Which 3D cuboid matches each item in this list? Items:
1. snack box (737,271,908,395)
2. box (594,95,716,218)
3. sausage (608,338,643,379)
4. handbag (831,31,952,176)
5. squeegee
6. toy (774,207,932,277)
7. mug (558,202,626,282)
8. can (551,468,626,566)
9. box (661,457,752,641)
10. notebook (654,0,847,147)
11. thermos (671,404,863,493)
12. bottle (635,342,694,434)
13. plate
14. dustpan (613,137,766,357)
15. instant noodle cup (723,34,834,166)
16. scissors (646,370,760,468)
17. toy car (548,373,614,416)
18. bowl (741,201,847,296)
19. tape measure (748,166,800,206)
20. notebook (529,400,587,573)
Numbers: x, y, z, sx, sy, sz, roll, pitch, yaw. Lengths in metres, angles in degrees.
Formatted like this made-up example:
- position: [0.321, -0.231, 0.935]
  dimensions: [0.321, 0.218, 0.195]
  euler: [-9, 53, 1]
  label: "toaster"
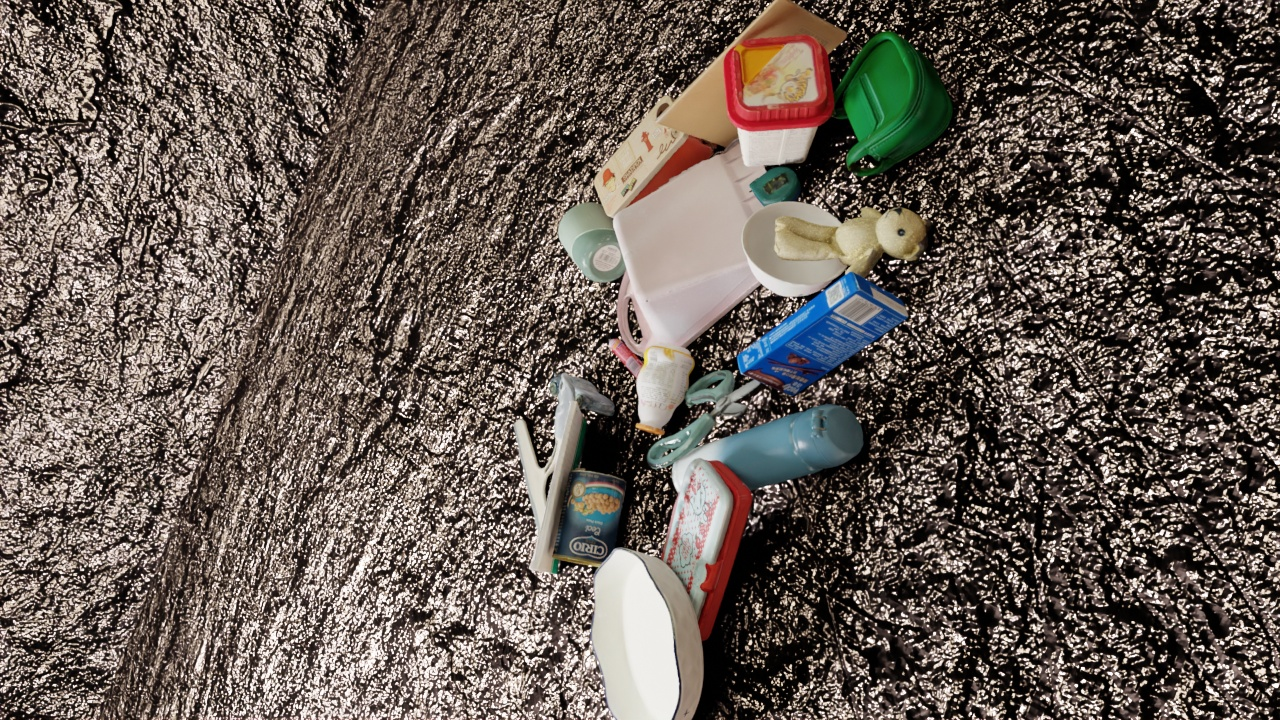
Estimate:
- position: [0.183, -0.024, 0.931]
  dimensions: [0.158, 0.084, 0.026]
  euler: [-39, 46, 34]
  label: "snack box"
- position: [0.023, -0.267, 1.256]
  dimensions: [0.169, 0.079, 0.091]
  euler: [-44, 49, 30]
  label: "box"
- position: [-0.007, 0.007, 1.212]
  dimensions: [0.020, 0.020, 0.156]
  euler: [-58, 38, 14]
  label: "sausage"
- position: [0.258, -0.270, 0.973]
  dimensions: [0.120, 0.068, 0.131]
  euler: [-41, 44, 34]
  label: "handbag"
- position: [-0.114, 0.102, 1.246]
  dimensions: [0.247, 0.039, 0.246]
  euler: [110, 150, -42]
  label: "squeegee"
- position: [0.212, -0.127, 0.932]
  dimensions: [0.157, 0.066, 0.104]
  euler: [3, 47, 25]
  label: "toy"
- position: [-0.050, -0.175, 1.316]
  dimensions: [0.111, 0.082, 0.106]
  euler: [-31, 41, -3]
  label: "mug"
- position: [-0.063, 0.196, 1.140]
  dimensions: [0.075, 0.075, 0.111]
  euler: [-9, 66, 50]
  label: "can"
- position: [0.056, 0.200, 0.957]
  dimensions: [0.087, 0.048, 0.201]
  euler: [44, 130, 48]
  label: "box"
- position: [0.133, -0.340, 1.104]
  dimensions: [0.208, 0.147, 0.008]
  euler: [-38, 64, 35]
  label: "notebook"
- position: [0.128, 0.100, 0.952]
  dimensions: [0.221, 0.070, 0.070]
  euler: [-25, 54, 45]
  label: "thermos"
- position: [0.025, 0.035, 1.119]
  dimensions: [0.063, 0.063, 0.108]
  euler: [5, 76, 53]
  label: "bottle"
- position: [0.006, 0.302, 0.978]
  dimensions: [0.205, 0.045, 0.205]
  euler: [11, 102, 63]
  label: "plate"
- position: [0.073, -0.130, 1.189]
  dimensions: [0.274, 0.139, 0.222]
  euler: [-21, 50, 11]
  label: "dustpan"
- position: [0.154, -0.289, 1.049]
  dimensions: [0.117, 0.124, 0.116]
  euler: [-3, 68, 3]
  label: "instant noodle cup"
- position: [0.077, 0.049, 1.037]
  dimensions: [0.174, 0.019, 0.177]
  euler: [-39, 16, 32]
  label: "scissors"
- position: [-0.080, 0.046, 1.255]
  dimensions: [0.121, 0.054, 0.037]
  euler: [26, 95, 53]
  label: "toy car"
- position: [0.165, -0.109, 1.001]
  dimensions: [0.065, 0.118, 0.118]
  euler: [94, 171, -56]
  label: "bowl"
- position: [0.161, -0.204, 1.086]
  dimensions: [0.054, 0.025, 0.058]
  euler: [-37, 50, 9]
  label: "tape measure"
- position: [-0.101, 0.167, 1.175]
  dimensions: [0.150, 0.012, 0.209]
  euler: [77, -156, -75]
  label: "notebook"
